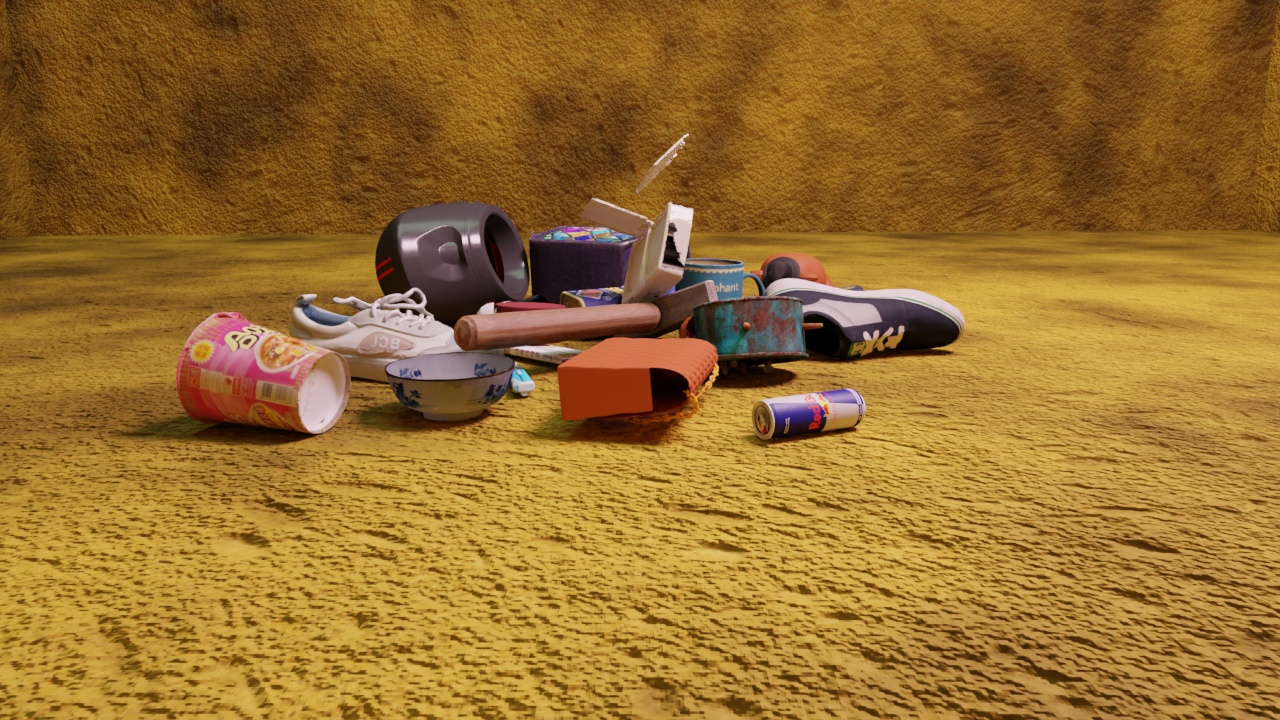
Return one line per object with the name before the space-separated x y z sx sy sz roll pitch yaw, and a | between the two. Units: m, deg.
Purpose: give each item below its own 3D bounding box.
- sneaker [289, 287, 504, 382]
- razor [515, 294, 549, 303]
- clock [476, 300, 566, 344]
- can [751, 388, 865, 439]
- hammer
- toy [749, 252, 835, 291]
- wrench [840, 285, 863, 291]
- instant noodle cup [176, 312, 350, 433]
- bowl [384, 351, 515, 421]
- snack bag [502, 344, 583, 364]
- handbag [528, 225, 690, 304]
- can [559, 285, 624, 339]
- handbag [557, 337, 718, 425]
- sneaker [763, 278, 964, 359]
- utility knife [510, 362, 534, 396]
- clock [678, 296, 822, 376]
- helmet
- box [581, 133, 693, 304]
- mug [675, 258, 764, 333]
sneaker | -0.262 -0.029 0.967 0.242 0.091 0.089 3 12 13
razor | -0.155 -0.057 1.213 0.067 0.054 0.151 -24 14 -20
clock | -0.141 -0.046 1.095 0.125 0.044 0.087 5 8 16
can | 0.139 0.043 0.753 0.095 0.032 0.032 -6 13 -24
hammer | -0.063 -0.041 0.982 0.300 0.037 0.158 -8 -8 -42
toy | 0.226 -0.115 1.350 0.112 0.096 0.176 7 -16 29
wrench | 0.235 -0.077 1.231 0.073 0.022 0.272 0 10 37
instant noodle cup | -0.309 0.017 0.769 0.109 0.098 0.097 12 15 16
bowl | -0.167 0.026 0.814 0.114 0.045 0.114 0 12 0
snack bag | -0.115 -0.009 1.051 0.158 0.013 0.056 10 12 43
handbag | -0.046 -0.140 1.402 0.205 0.125 0.221 6 16 27
can | -0.047 -0.064 1.209 0.092 0.056 0.116 -6 13 -20
handbag | 0.006 0.018 0.806 0.109 0.060 0.171 -3 8 13
sneaker | 0.258 -0.033 1.050 0.235 0.084 0.078 7 47 -4
utility knife | -0.128 0.015 0.941 0.022 0.015 0.151 -4 10 -14
clock | 0.105 -0.021 0.970 0.121 0.073 0.158 -1 -5 -26
helmet | -0.273 -0.131 1.273 0.170 0.164 0.264 -13 0 11
box | -0.009 -0.173 1.102 0.106 0.192 0.144 15 -20 -16
mug | 0.096 -0.068 1.108 0.112 0.104 0.084 -1 12 -14
